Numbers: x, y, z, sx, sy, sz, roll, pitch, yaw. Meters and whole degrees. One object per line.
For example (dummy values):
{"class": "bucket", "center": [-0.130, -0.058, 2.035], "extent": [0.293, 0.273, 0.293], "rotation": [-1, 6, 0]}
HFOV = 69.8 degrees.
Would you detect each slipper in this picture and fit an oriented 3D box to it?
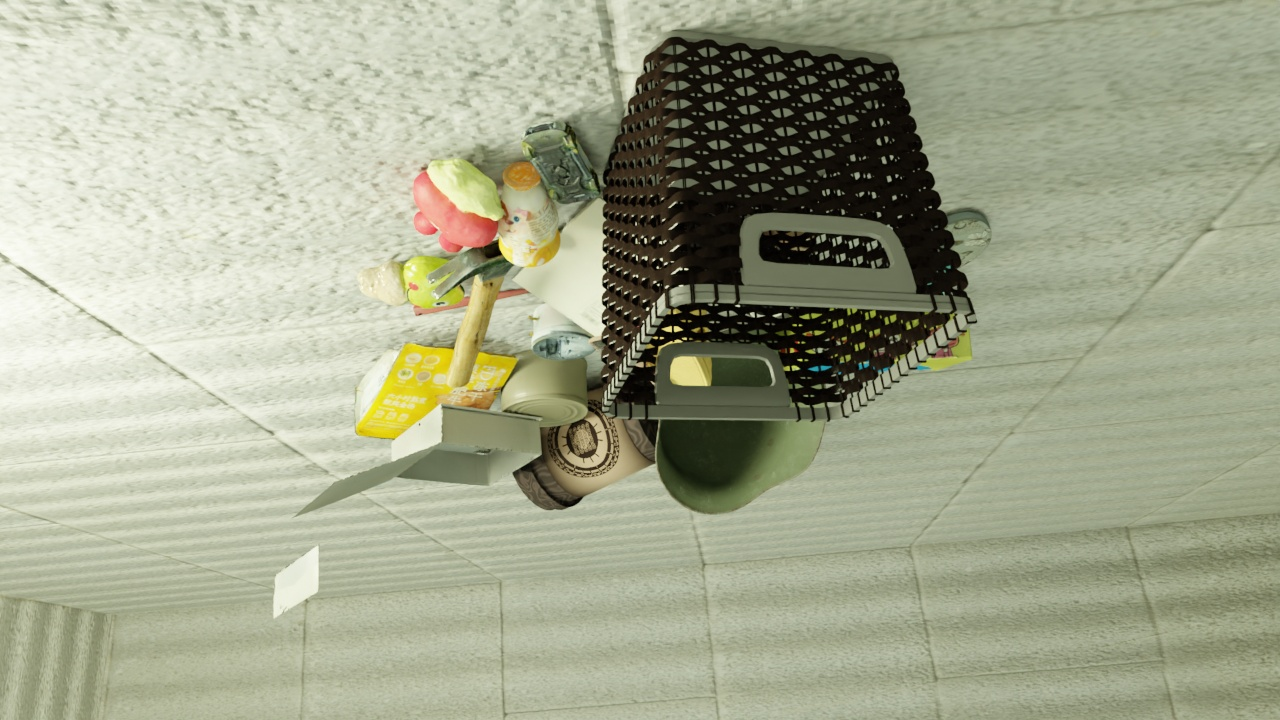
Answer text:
{"class": "slipper", "center": [0.331, -0.092, 1.115], "extent": [0.098, 0.054, 0.270], "rotation": [2, 158, -22]}
{"class": "slipper", "center": [0.028, -0.061, 1.099], "extent": [0.100, 0.078, 0.264], "rotation": [6, 145, 22]}

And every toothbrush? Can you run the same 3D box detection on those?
{"class": "toothbrush", "center": [-0.185, -0.072, 1.112], "extent": [0.190, 0.016, 0.016], "rotation": [-9, 158, 10]}

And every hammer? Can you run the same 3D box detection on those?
{"class": "hammer", "center": [-0.197, -0.044, 1.083], "extent": [0.132, 0.033, 0.331], "rotation": [-20, 162, -26]}

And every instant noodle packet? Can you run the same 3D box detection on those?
{"class": "instant noodle packet", "center": [-0.290, 0.034, 1.290], "extent": [0.162, 0.084, 0.222], "rotation": [10, 148, -31]}

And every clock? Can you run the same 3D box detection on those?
{"class": "clock", "center": [-0.083, -0.037, 1.163], "extent": [0.117, 0.057, 0.083], "rotation": [-2, 157, -7]}

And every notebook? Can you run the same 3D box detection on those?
{"class": "notebook", "center": [-0.036, -0.091, 1.015], "extent": [0.153, 0.012, 0.209], "rotation": [34, 145, -18]}

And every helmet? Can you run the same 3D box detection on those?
{"class": "helmet", "center": [0.121, 0.081, 1.297], "extent": [0.227, 0.268, 0.154], "rotation": [28, 180, -10]}

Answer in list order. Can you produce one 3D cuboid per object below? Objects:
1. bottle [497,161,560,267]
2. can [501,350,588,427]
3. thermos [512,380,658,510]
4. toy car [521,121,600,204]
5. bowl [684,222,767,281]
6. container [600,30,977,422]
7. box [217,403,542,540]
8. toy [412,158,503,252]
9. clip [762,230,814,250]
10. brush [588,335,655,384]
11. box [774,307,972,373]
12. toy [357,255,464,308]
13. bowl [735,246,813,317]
{"class": "bottle", "center": [-0.111, -0.142, 0.898], "extent": [0.063, 0.063, 0.109], "rotation": [-3, 145, -4]}
{"class": "can", "center": [-0.139, 0.042, 1.323], "extent": [0.128, 0.073, 0.128], "rotation": [-4, 158, -2]}
{"class": "thermos", "center": [-0.070, 0.122, 1.426], "extent": [0.227, 0.172, 0.172], "rotation": [-23, 152, 25]}
{"class": "toy car", "center": [-0.072, -0.184, 0.843], "extent": [0.048, 0.033, 0.105], "rotation": [-8, 153, 15]}
{"class": "bowl", "center": [0.097, -0.117, 0.981], "extent": [0.124, 0.052, 0.124], "rotation": [27, 178, 1]}
{"class": "container", "center": [0.099, -0.103, 0.793], "extent": [0.247, 0.243, 0.246], "rotation": [2, 157, -14]}
{"class": "box", "center": [-0.339, 0.136, 1.234], "extent": [0.417, 0.108, 0.167], "rotation": [-4, 159, -41]}
{"class": "toy", "center": [-0.177, -0.145, 0.879], "extent": [0.091, 0.045, 0.135], "rotation": [37, 148, -8]}
{"class": "clip", "center": [0.164, -0.135, 1.020], "extent": [0.061, 0.025, 0.045], "rotation": [1, 157, 6]}
{"class": "brush", "center": [-0.007, 0.006, 1.125], "extent": [0.050, 0.015, 0.135], "rotation": [-11, 146, 35]}
{"class": "box", "center": [0.291, -0.026, 1.167], "extent": [0.221, 0.079, 0.124], "rotation": [-1, 171, -4]}
{"class": "toy", "center": [-0.258, -0.087, 1.030], "extent": [0.117, 0.043, 0.092], "rotation": [0, 158, -8]}
{"class": "bowl", "center": [0.145, -0.087, 1.071], "extent": [0.120, 0.066, 0.120], "rotation": [-4, 158, -2]}
